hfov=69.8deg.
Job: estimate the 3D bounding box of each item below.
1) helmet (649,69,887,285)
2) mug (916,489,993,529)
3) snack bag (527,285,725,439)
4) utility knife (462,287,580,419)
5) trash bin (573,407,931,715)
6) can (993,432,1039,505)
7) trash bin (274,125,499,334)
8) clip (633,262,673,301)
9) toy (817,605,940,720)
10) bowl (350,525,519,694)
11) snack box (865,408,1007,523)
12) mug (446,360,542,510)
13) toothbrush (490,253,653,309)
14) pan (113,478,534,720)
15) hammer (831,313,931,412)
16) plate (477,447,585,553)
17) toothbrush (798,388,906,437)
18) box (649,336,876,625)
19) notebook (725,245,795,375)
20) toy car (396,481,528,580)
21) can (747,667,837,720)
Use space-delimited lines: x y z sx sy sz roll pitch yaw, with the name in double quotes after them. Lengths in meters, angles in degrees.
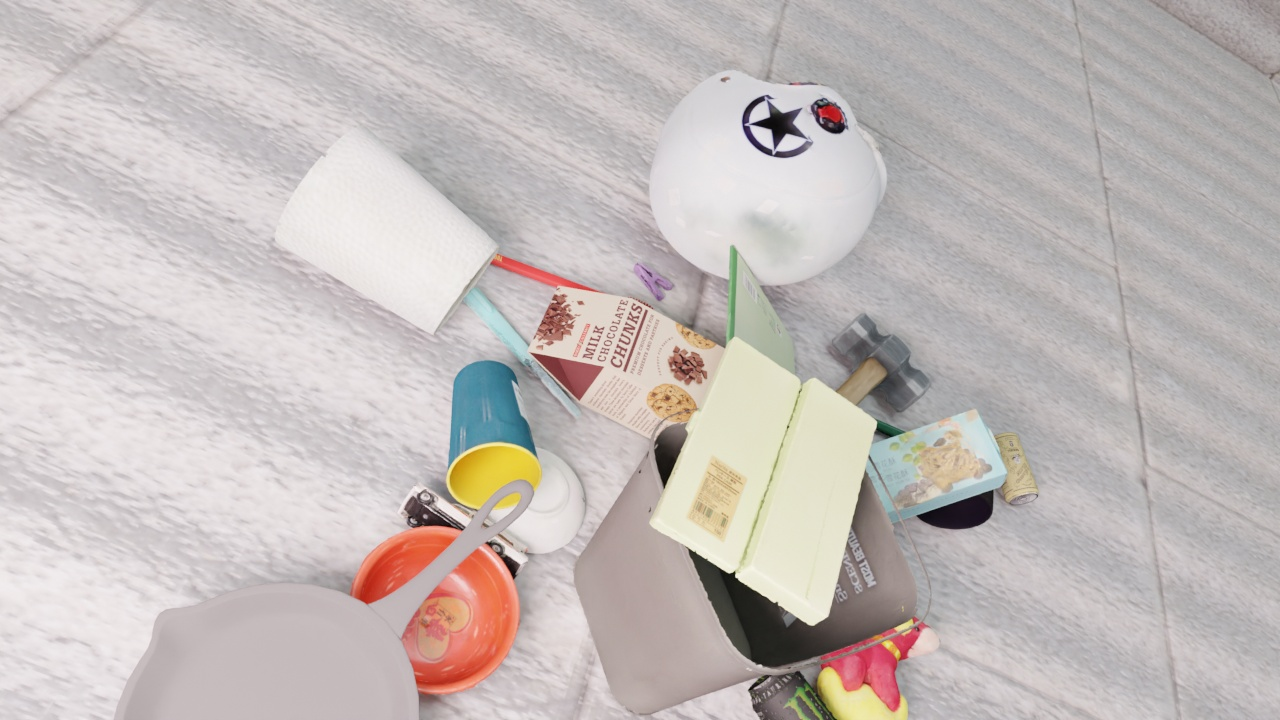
0.136 -0.173 1.014 0.264 0.237 0.163 21 55 -7 "helmet"
0.327 0.120 1.016 0.119 0.085 0.100 6 50 12 "mug"
-0.005 0.005 0.915 0.206 0.070 0.094 28 48 -9 "snack bag"
-0.116 -0.010 0.901 0.177 0.016 0.022 47 50 11 "utility knife"
0.066 0.170 0.736 0.197 0.221 0.197 -6 61 -32 "trash bin"
0.443 0.129 1.094 0.038 0.038 0.079 8 55 -24 "can"
-0.226 -0.112 0.845 0.161 0.134 0.133 37 48 -8 "trash bin"
0.014 -0.086 1.030 0.050 0.014 0.046 20 53 -19 "clip"
0.212 0.284 0.850 0.105 0.067 0.137 39 61 4 "toy"
-0.162 0.197 0.710 0.130 0.045 0.130 14 52 -19 "bowl"
0.277 0.117 0.942 0.175 0.053 0.075 -19 62 6 "snack box"
-0.130 0.059 0.795 0.078 0.078 0.121 11 36 -22 "mug"
-0.083 -0.085 0.972 0.212 0.018 0.012 19 51 -16 "toothbrush"
-0.205 0.209 0.638 0.216 0.024 0.353 44 67 7 "pan"
0.214 0.046 0.979 0.117 0.051 0.321 48 38 8 "hammer"
-0.094 0.118 0.817 0.104 0.026 0.104 14 52 -19 "plate"
0.260 0.072 1.045 0.189 0.016 0.017 24 47 -14 "toothbrush"
0.094 0.077 0.655 0.137 0.024 0.186 32 48 -2 "box"
0.125 0.029 0.938 0.182 0.010 0.251 51 34 -43 "notebook"
-0.146 0.143 0.766 0.113 0.039 0.039 36 27 -1 "toy car"
0.150 0.328 0.783 0.053 0.054 0.137 -27 73 -39 "can"
